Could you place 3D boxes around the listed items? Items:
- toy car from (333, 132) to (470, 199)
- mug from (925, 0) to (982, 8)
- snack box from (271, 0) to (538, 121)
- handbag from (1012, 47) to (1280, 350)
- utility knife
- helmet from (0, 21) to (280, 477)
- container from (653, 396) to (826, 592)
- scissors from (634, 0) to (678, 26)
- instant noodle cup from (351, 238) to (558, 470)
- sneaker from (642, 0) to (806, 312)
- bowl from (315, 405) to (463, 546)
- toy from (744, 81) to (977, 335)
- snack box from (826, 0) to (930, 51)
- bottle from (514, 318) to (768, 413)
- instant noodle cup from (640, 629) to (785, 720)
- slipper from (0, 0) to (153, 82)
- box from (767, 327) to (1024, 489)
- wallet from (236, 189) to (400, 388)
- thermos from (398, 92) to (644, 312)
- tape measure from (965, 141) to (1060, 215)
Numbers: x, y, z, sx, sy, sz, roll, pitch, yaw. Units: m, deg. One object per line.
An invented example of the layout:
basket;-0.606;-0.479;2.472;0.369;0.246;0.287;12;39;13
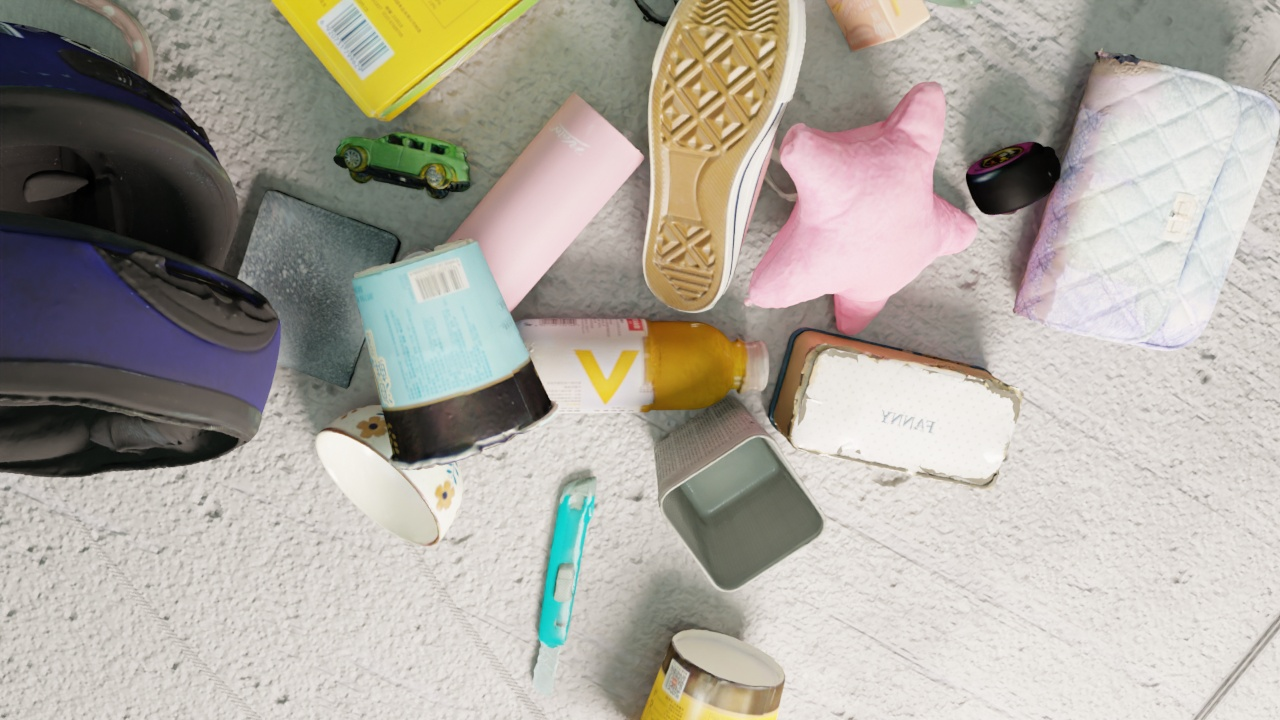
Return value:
toy car;-0.161;-0.134;0.625;0.091;0.043;0.036;6;89;-14
mug;0.197;-0.292;0.579;0.111;0.082;0.106;4;114;-50
snack box;-0.171;-0.281;0.572;0.158;0.070;0.210;-37;104;5
handbag;0.358;-0.109;0.654;0.134;0.075;0.194;10;103;-7
utility knife;-0.062;0.183;0.731;0.029;0.013;0.196;9;104;-6
helmet;-0.347;-0.065;0.515;0.316;0.247;0.240;-6;75;22
container;0.065;0.089;0.664;0.090;0.114;0.090;-33;105;5
scissors;0.001;-0.309;0.609;0.181;0.014;0.159;7;102;-4
instant noodle cup;-0.122;-0.009;0.570;0.111;0.111;0.120;-17;101;0
sneaker;0.056;-0.150;0.616;0.118;0.087;0.242;18;124;13
bowl;-0.169;0.073;0.660;0.113;0.114;0.062;52;53;-14
toy;0.142;-0.095;0.625;0.178;0.074;0.194;-36;136;4
snack box;0.124;-0.278;0.588;0.026;0.084;0.157;-33;105;1
bottle;-0.004;0.004;0.660;0.189;0.068;0.068;0;105;-4
instant noodle cup;0.053;0.284;0.718;0.118;0.118;0.114;15;96;-8
slipper;-0.451;-0.227;0.573;0.274;0.054;0.114;21;102;-11
box;0.183;0.035;0.687;0.184;0.064;0.090;15;102;-6
wallet;-0.236;-0.050;0.656;0.097;0.019;0.121;21;101;-11
thermos;-0.093;-0.094;0.635;0.199;0.067;0.087;-47;71;10
tape measure;0.264;-0.128;0.652;0.058;0.057;0.039;-29;106;-5
